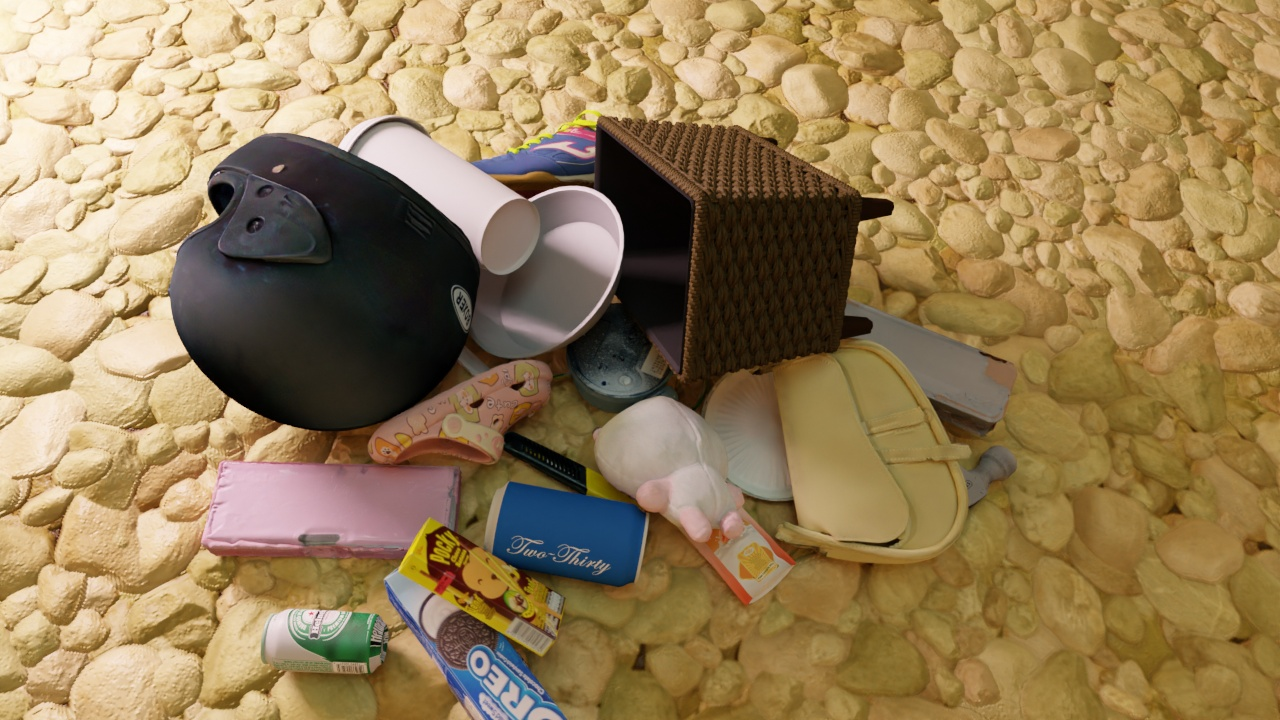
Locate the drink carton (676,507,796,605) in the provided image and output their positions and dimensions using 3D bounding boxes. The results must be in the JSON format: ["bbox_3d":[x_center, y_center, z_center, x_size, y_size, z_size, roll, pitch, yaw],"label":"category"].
[{"bbox_3d":[0.089,0.176,0.911,0.069,0.039,0.122,-34,63,-22],"label":"drink carton"}]

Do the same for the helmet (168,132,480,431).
[{"bbox_3d":[-0.324,-0.064,0.882,0.316,0.249,0.235,26,65,18],"label":"helmet"}]

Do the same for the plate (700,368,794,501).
[{"bbox_3d":[0.141,0.072,0.968,0.157,0.014,0.156,0,71,1],"label":"plate"}]

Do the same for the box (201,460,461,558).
[{"bbox_3d":[-0.292,0.143,0.883,0.233,0.037,0.098,3,61,-4],"label":"box"}]

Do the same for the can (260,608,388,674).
[{"bbox_3d":[-0.278,0.249,0.813,0.101,0.053,0.053,4,60,-4],"label":"can"}]

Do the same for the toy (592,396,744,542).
[{"bbox_3d":[0.035,0.109,0.882,0.138,0.102,0.179,7,31,-34],"label":"toy"}]

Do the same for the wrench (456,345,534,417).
[{"bbox_3d":[-0.216,-0.026,1.005,0.273,0.009,0.047,40,64,16],"label":"wrench"}]

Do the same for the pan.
[{"bbox_3d":[-0.150,-0.121,1.004,0.357,0.051,0.200,32,86,40],"label":"pan"}]

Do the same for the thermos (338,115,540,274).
[{"bbox_3d":[-0.214,-0.170,0.972,0.222,0.132,0.131,29,59,30],"label":"thermos"}]

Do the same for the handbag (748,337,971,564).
[{"bbox_3d":[0.214,0.086,0.902,0.191,0.088,0.232,-10,81,4],"label":"handbag"}]

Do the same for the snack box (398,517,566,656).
[{"bbox_3d":[-0.137,0.200,0.813,0.149,0.026,0.061,33,20,-9],"label":"snack box"}]

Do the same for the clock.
[{"bbox_3d":[-0.006,0.006,0.981,0.162,0.060,0.117,22,60,6],"label":"clock"}]

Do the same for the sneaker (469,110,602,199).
[{"bbox_3d":[-0.106,-0.245,1.100,0.241,0.116,0.091,-6,89,-14],"label":"sneaker"}]

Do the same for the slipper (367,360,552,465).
[{"bbox_3d":[-0.164,0.065,0.897,0.196,0.093,0.081,-24,79,-27],"label":"slipper"}]

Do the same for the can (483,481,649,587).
[{"bbox_3d":[-0.070,0.165,0.870,0.146,0.079,0.078,11,59,0],"label":"can"}]

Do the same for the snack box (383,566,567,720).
[{"bbox_3d":[-0.142,0.271,0.813,0.059,0.060,0.226,-32,68,-26],"label":"snack box"}]

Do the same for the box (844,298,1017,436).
[{"bbox_3d":[0.286,0.002,0.981,0.216,0.063,0.081,23,72,10],"label":"box"}]

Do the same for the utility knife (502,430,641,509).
[{"bbox_3d":[-0.094,0.103,0.938,0.213,0.020,0.028,28,43,11],"label":"utility knife"}]

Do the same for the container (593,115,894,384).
[{"bbox_3d":[0.090,-0.131,0.935,0.204,0.177,0.321,-5,27,-17],"label":"container"}]

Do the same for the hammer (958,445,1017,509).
[{"bbox_3d":[0.250,0.040,1.005,0.139,0.035,0.312,-33,68,-20],"label":"hammer"}]
